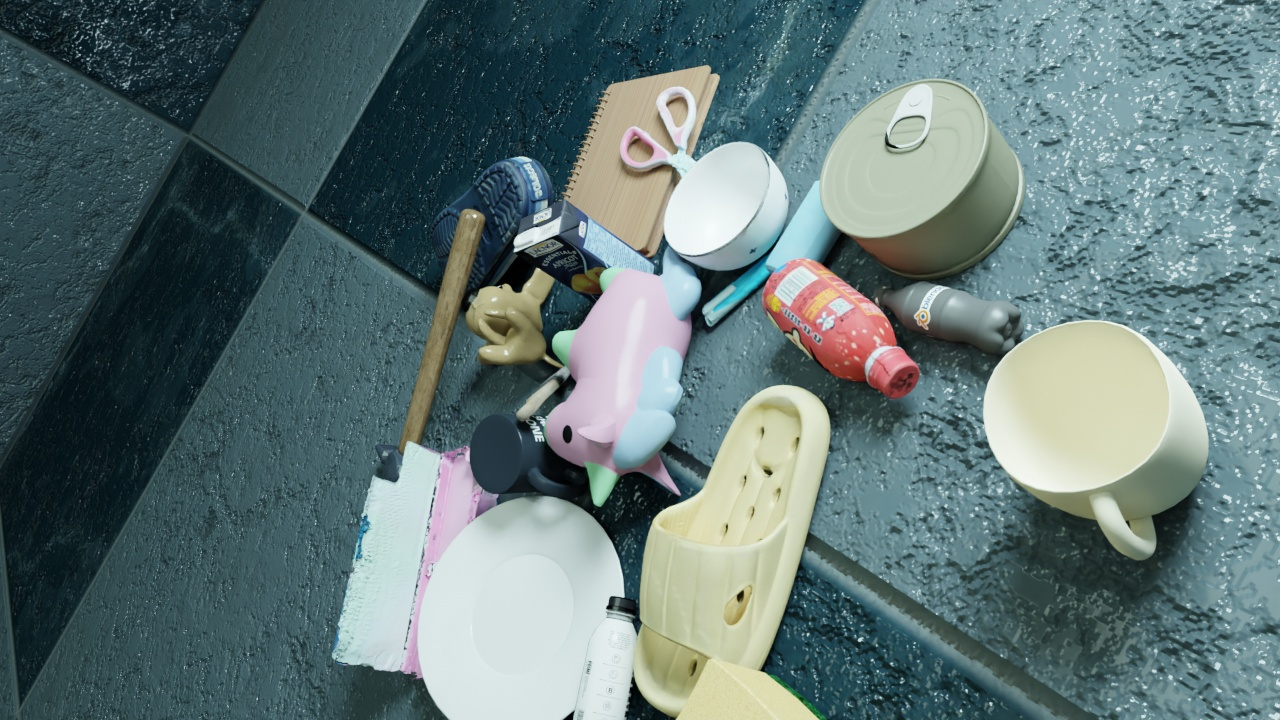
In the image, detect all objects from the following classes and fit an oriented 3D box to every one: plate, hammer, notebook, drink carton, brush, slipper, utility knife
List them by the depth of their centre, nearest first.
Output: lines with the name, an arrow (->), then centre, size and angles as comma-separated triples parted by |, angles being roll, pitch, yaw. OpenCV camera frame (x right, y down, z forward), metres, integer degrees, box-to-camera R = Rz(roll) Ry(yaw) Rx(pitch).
brush -> 0.045, 0.337, 0.562 | 0.250, 0.075, 0.195 | -51, 42, 11
slipper -> 0.058, 0.132, 0.668 | 0.111, 0.079, 0.261 | 16, 79, 45
utility knife -> 0.103, -0.074, 0.789 | 0.124, 0.015, 0.022 | -38, 47, 20
plate -> -0.105, 0.220, 0.801 | 0.209, 0.015, 0.208 | -13, 59, 22
brush -> -0.091, 0.030, 0.858 | 0.039, 0.012, 0.151 | -38, 5, 15
drink carton -> -0.051, -0.097, 0.867 | 0.064, 0.130, 0.040 | -16, 56, 38
notebook -> -0.016, -0.209, 0.978 | 0.169, 0.022, 0.210 | 7, 73, 46
hammer -> -0.223, -0.008, 0.998 | 0.129, 0.040, 0.322 | 33, 109, 51
slipper -> -0.156, -0.149, 1.037 | 0.254, 0.095, 0.105 | -27, 87, 55

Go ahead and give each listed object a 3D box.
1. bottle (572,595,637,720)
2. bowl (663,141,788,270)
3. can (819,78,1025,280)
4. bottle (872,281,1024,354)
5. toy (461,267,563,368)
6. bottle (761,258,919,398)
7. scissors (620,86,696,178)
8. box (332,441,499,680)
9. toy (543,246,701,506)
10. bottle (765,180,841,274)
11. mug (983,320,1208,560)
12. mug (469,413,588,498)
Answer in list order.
bottle -> -0.025, 0.243, 0.713 | 0.041, 0.041, 0.115 | -7, 63, 43
bowl -> 0.082, -0.126, 0.800 | 0.114, 0.063, 0.113 | -25, 50, 34
can -> 0.205, -0.130, 0.671 | 0.128, 0.073, 0.127 | -24, 52, 35
bottle -> 0.210, -0.033, 0.639 | 0.110, 0.036, 0.036 | 24, 86, 49
toy -> -0.133, -0.034, 0.946 | 0.134, 0.105, 0.108 | -54, 30, 12
bottle -> 0.149, -0.020, 0.674 | 0.062, 0.062, 0.137 | -51, 41, 11
scissors -> 0.046, -0.212, 0.897 | 0.105, 0.016, 0.179 | -51, 43, 9
box -> -0.208, 0.182, 0.882 | 0.087, 0.105, 0.230 | -17, 57, 39
toy -> -0.005, 0.004, 0.786 | 0.222, 0.120, 0.171 | -56, 36, -2
bottle -> 0.151, -0.122, 0.747 | 0.040, 0.040, 0.130 | 34, 93, 49
mug -> 0.255, 0.050, 0.498 | 0.096, 0.099, 0.120 | -25, 54, 36
mug -> -0.093, 0.093, 0.831 | 0.105, 0.077, 0.071 | 33, 107, 36
